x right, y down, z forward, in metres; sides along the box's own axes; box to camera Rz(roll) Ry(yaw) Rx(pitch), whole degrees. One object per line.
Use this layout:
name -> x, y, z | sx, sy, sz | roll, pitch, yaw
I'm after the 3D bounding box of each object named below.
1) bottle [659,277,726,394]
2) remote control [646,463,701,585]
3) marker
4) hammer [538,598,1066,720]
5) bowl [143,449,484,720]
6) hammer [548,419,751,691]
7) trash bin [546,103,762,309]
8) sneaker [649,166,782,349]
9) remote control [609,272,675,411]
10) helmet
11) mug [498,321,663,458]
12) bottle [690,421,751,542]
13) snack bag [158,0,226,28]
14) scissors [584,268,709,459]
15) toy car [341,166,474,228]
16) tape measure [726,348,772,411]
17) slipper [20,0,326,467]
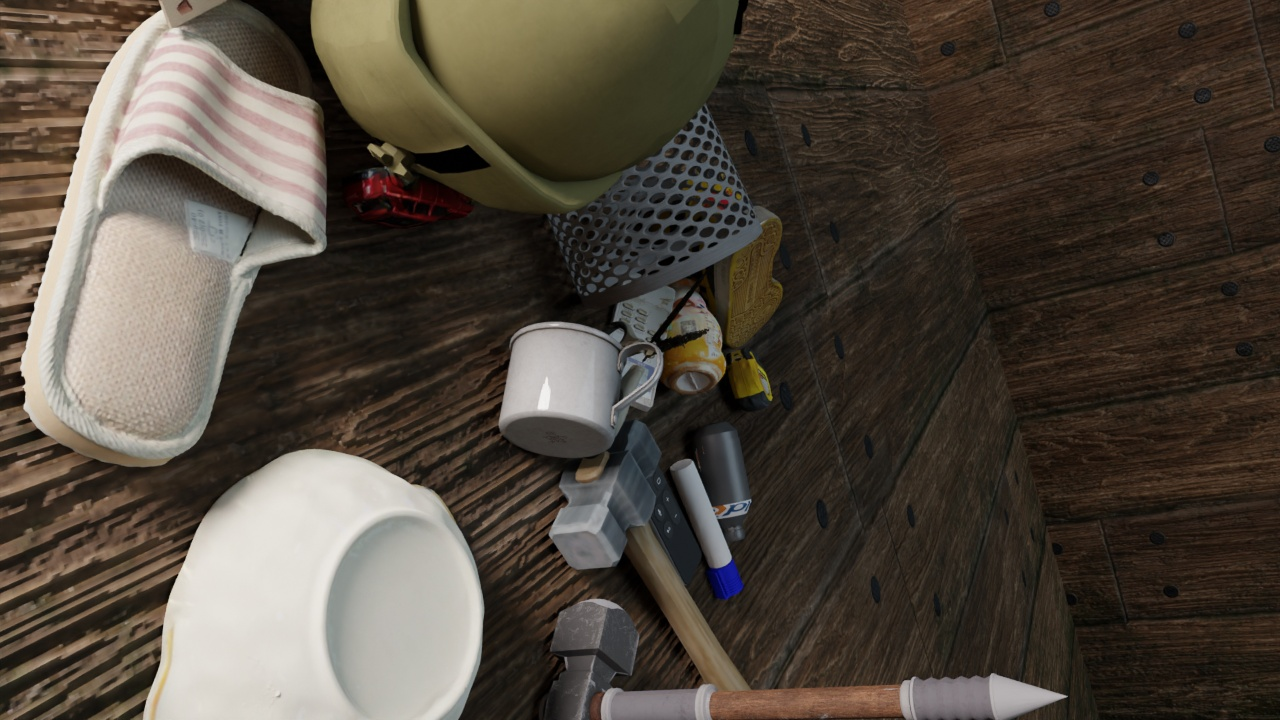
bottle -> 0.044, -0.024, 0.848 | 0.063, 0.063, 0.109 | 40, 37, -46
remote control -> 0.017, 0.126, 0.792 | 0.147, 0.008, 0.045 | 64, 32, -19
marker -> 0.059, 0.154, 0.839 | 0.027, 0.023, 0.133 | -33, 107, -37
hammer -> 0.074, 0.202, 0.539 | 0.043, 0.323, 0.155 | 51, 38, -36
bowl -> -0.139, 0.136, 0.473 | 0.218, 0.060, 0.188 | -42, 114, -58
hammer -> 0.031, 0.201, 0.751 | 0.323, 0.051, 0.117 | 62, 33, -28
trash bin -> -0.011, -0.156, 0.724 | 0.156, 0.157, 0.183 | -43, 112, -57
sneaker -> 0.075, -0.103, 0.918 | 0.122, 0.086, 0.239 | 45, -13, 21
remote control -> -0.003, -0.020, 0.792 | 0.050, 0.011, 0.135 | 22, 51, -12
helmet -> -0.069, -0.201, 0.513 | 0.250, 0.256, 0.232 | 40, 39, -43
mug -> -0.041, 0.021, 0.637 | 0.084, 0.113, 0.070 | 58, 33, -57
bottle -> 0.078, 0.114, 0.863 | 0.047, 0.047, 0.112 | 1, 77, -59
snack bag -> -0.210, -0.270, 0.471 | 0.095, 0.070, 0.205 | 97, 3, -52
scissors -> -0.005, 0.002, 0.683 | 0.012, 0.171, 0.157 | 29, 78, -25
toy car -> -0.145, -0.103, 0.583 | 0.091, 0.042, 0.036 | -8, 92, -59
tape measure -> 0.113, 0.022, 0.969 | 0.065, 0.037, 0.064 | 17, 57, -72
slipper -> -0.211, -0.076, 0.448 | 0.115, 0.052, 0.262 | 38, 47, -46
